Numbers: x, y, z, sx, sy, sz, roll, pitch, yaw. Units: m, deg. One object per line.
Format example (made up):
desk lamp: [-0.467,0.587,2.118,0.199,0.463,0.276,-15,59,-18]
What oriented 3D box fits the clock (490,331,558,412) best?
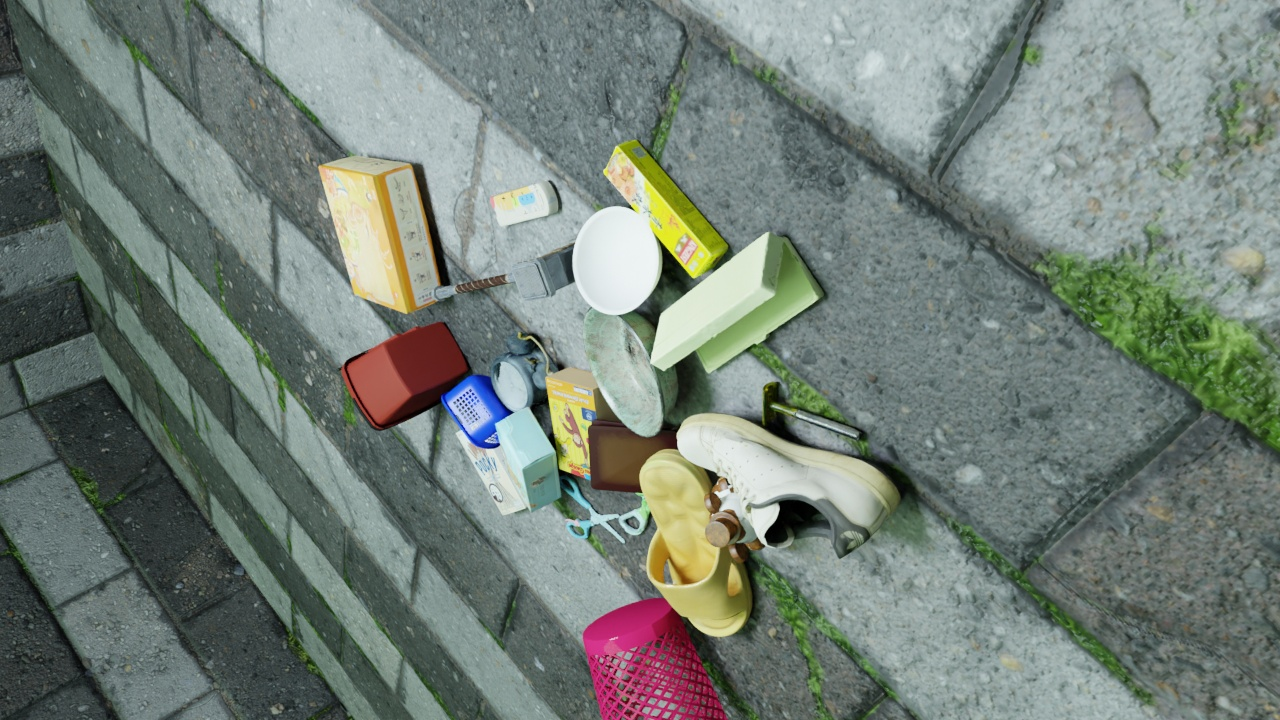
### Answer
clock: [-0.146,0.015,1.190,0.090,0.052,0.130,49,137,14]

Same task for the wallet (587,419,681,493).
wallet: [-0.003,0.114,1.074,0.116,0.018,0.091,4,113,15]

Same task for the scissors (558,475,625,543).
scissors: [-0.075,0.204,1.266,0.137,0.015,0.125,-22,98,47]

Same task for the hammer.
hammer: [-0.171,-0.096,1.102,0.323,0.098,0.044,-4,110,50]

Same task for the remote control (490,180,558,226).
remote control: [-0.138,-0.183,1.075,0.126,0.018,0.038,-1,112,51]

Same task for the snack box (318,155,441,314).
snack box: [-0.353,-0.179,1.271,0.145,0.080,0.195,18,126,41]

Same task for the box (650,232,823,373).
box: [0.082,-0.052,0.883,0.188,0.089,0.077,-38,53,54]

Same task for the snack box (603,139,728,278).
snack box: [0.023,-0.150,0.901,0.148,0.028,0.040,51,142,12]

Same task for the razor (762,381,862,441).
razor: [0.164,0.056,0.884,0.106,0.026,0.042,20,125,36]

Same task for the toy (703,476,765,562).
toy: [0.098,0.166,0.964,0.067,0.112,0.087,-31,85,31]

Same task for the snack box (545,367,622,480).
snack box: [-0.066,0.080,1.135,0.088,0.040,0.126,13,117,44]

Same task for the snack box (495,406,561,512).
snack box: [-0.146,0.135,1.217,0.075,0.053,0.175,55,164,22]

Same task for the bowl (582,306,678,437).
bowl: [-0.006,0.006,1.011,0.157,0.038,0.158,44,148,37]

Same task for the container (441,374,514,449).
container: [-0.210,0.066,1.250,0.096,0.058,0.114,53,-174,9]

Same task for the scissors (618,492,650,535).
scissors: [0.012,0.182,1.150,0.171,0.023,0.169,42,134,27]

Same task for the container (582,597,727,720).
container: [0.020,0.440,1.191,0.184,0.182,0.226,-17,93,52]

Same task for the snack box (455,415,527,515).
snack box: [-0.218,0.159,1.386,0.082,0.026,0.150,-28,92,53]

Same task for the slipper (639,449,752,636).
slipper: [0.058,0.227,1.053,0.100,0.078,0.263,-4,116,31]

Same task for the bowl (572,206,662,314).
bowl: [-0.015,-0.103,0.956,0.110,0.040,0.110,3,95,36]

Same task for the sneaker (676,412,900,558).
sneaker: [0.123,0.128,0.894,0.242,0.102,0.089,15,146,39]

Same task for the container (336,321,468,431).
container: [-0.366,0.028,1.369,0.201,0.147,0.127,-29,90,44]
